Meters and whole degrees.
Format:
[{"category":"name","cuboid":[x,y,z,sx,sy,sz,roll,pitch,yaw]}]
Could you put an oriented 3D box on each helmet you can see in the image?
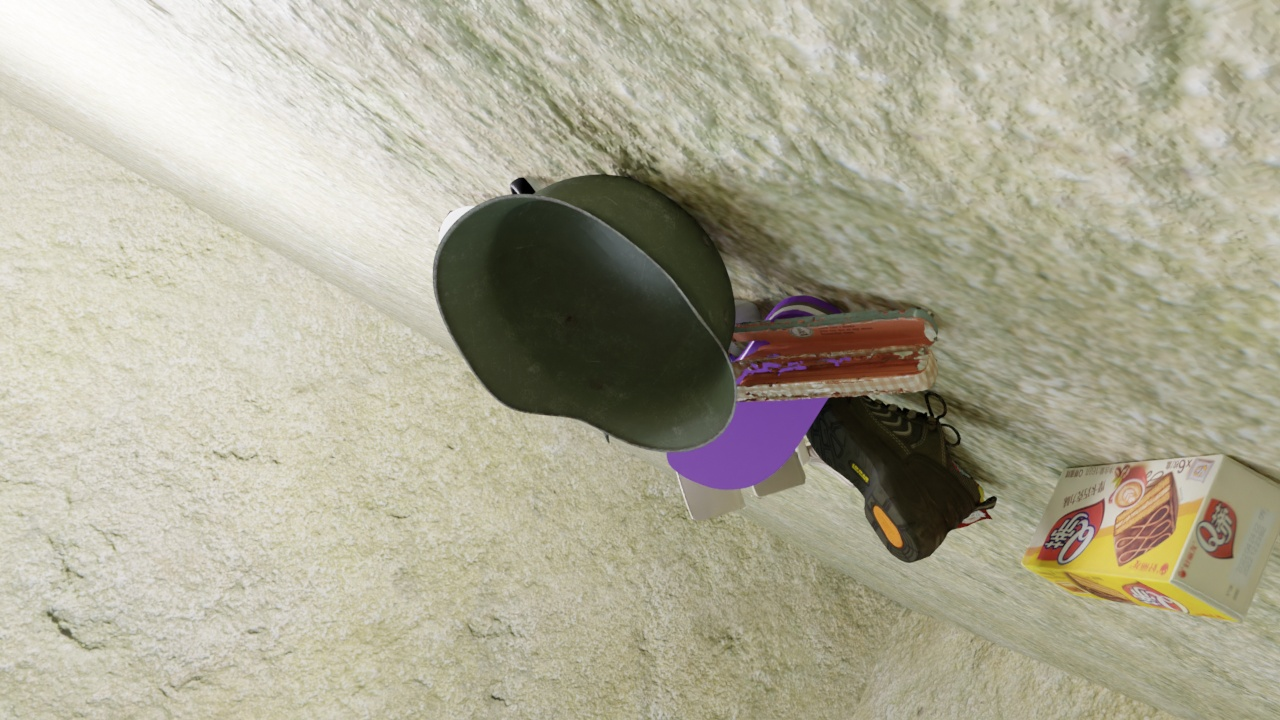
[{"category":"helmet","cuboid":[-0.017,-0.051,0.759,0.228,0.153,0.268,-27,109,41]}]

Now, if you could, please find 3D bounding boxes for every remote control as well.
[{"category":"remote control","cuboid":[0.199,0.092,1.224,0.038,0.018,0.126,38,156,47]}]

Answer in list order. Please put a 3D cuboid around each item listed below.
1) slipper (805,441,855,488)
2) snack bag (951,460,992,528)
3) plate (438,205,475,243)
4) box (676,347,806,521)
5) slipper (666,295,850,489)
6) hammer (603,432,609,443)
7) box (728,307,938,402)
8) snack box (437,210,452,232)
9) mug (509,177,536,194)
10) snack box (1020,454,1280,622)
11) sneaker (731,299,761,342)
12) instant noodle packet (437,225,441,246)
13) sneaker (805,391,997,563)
[{"category":"slipper","cuboid":[0.274,0.141,1.299,0.115,0.052,0.263,26,170,6]},{"category":"snack bag","cuboid":[0.325,0.111,1.069,0.208,0.066,0.139,47,167,-35]},{"category":"plate","cuboid":[-0.142,-0.066,1.040,0.243,0.016,0.243,28,144,23]},{"category":"box","cuboid":[0.088,0.078,1.019,0.058,0.144,0.187,94,158,-56]},{"category":"slipper","cuboid":[0.123,0.024,0.896,0.107,0.083,0.267,30,136,-1]},{"category":"hammer","cuboid":[0.078,0.066,1.193,0.329,0.132,0.033,12,-142,-41]},{"category":"box","cuboid":[0.148,-0.003,0.749,0.188,0.056,0.071,-6,108,36]},{"category":"snack box","cuboid":[-0.154,-0.131,1.127,0.186,0.031,0.101,19,167,41]},{"category":"mug","cuboid":[-0.089,-0.125,0.890,0.118,0.082,0.098,54,173,8]},{"category":"snack box","cuboid":[0.421,0.147,0.775,0.061,0.110,0.230,29,170,1]},{"category":"sneaker","cuboid":[0.051,-0.044,0.959,0.079,0.087,0.236,63,162,-3]},{"category":"instant noodle packet","cuboid":[-0.183,-0.115,1.106,0.134,0.026,0.087,30,164,-8]},{"category":"sneaker","cuboid":[0.258,0.069,0.909,0.237,0.142,0.101,59,165,33]}]
